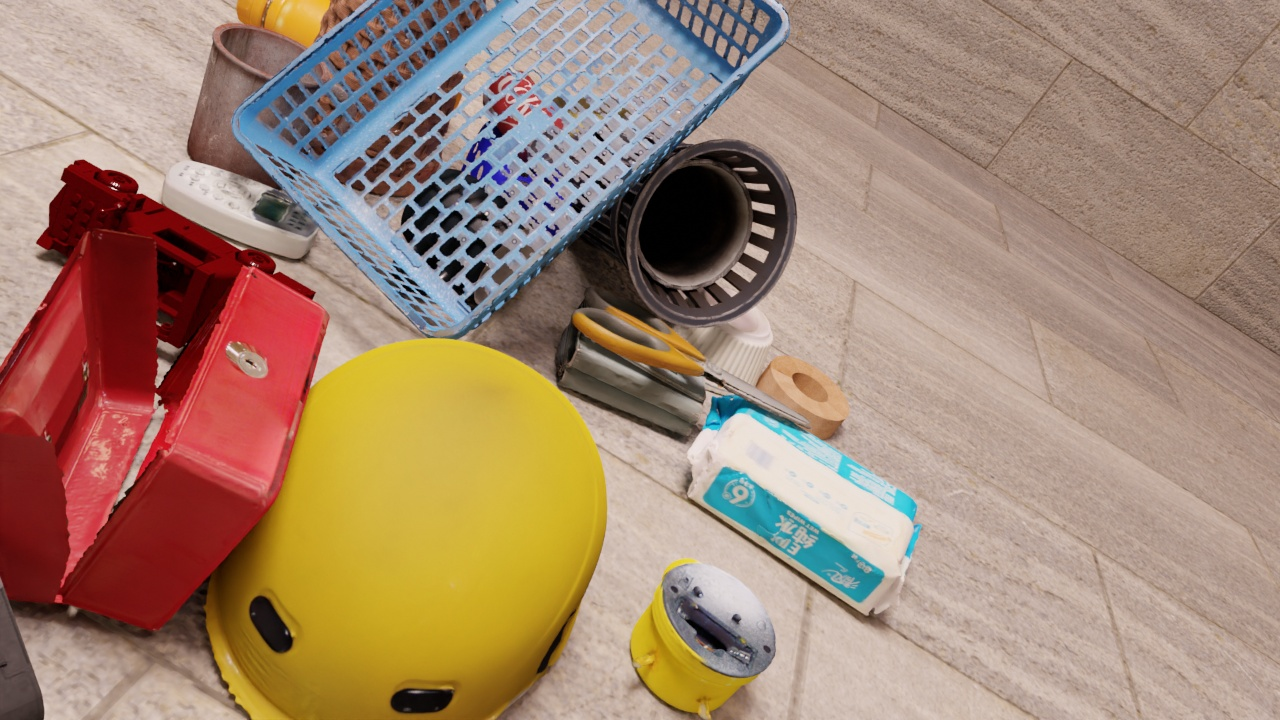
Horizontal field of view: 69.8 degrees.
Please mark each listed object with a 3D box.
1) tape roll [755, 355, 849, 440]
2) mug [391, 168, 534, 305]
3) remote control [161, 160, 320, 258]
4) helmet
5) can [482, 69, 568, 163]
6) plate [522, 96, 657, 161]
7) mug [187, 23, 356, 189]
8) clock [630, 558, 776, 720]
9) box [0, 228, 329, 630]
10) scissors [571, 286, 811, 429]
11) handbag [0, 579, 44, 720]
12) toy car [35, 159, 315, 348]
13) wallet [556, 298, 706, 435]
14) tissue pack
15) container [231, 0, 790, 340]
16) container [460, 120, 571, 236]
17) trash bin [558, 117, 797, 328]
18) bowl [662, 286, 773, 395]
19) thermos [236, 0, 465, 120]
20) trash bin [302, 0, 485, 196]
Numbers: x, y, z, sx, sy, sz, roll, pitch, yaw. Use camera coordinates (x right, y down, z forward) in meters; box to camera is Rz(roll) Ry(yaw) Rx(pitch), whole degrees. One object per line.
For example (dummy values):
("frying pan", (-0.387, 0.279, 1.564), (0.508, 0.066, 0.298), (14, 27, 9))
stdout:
("tape roll", (0.164, 0.037, 0.926), (0.094, 0.027, 0.093), (23, 31, -16))
("mug", (-0.159, -0.097, 0.781), (0.094, 0.085, 0.121), (39, 60, 13))
("remote control", (-0.308, -0.118, 0.711), (0.114, 0.028, 0.060), (23, 32, -17))
("helmet", (-0.110, 0.079, 0.499), (0.209, 0.140, 0.239), (29, 31, -6))
("can", (-0.107, -0.226, 0.861), (0.054, 0.054, 0.096), (-1, 46, -43))
("plate", (-0.074, -0.236, 1.013), (0.184, 0.185, 0.036), (7, 80, -36))
("mug", (-0.304, -0.206, 0.767), (0.122, 0.110, 0.096), (10, 42, -34))
("clock", (0.043, 0.170, 0.590), (0.083, 0.057, 0.118), (35, 30, 6))
("box", (-0.234, 0.036, 0.461), (0.126, 0.137, 0.157), (13, 36, -20))
("scissors", (0.044, 0.007, 0.758), (0.229, 0.016, 0.113), (30, 22, 1))
("handbag", (-0.313, 0.139, 0.320), (0.195, 0.072, 0.175), (53, 34, 12))
("toy car", (-0.303, -0.058, 0.586), (0.170, 0.070, 0.061), (30, 18, -4))
("wallet", (-0.005, 0.005, 0.799), (0.131, 0.054, 0.100), (27, 32, -17))
("tissue pack", (0.131, 0.110, 0.752), (0.209, 0.066, 0.116), (34, 31, 5))
("container", (-0.095, -0.203, 0.721), (0.257, 0.362, 0.089), (44, -9, 13))
("container", (-0.123, -0.161, 0.891), (0.084, 0.085, 0.113), (14, 36, -27))
("trash bin", (0.017, -0.147, 0.880), (0.164, 0.164, 0.227), (13, 15, -30))
("bowl", (0.079, -0.026, 0.904), (0.115, 0.063, 0.115), (23, 31, -15))
("thermos", (-0.307, -0.321, 0.974), (0.232, 0.092, 0.076), (29, 59, -6))
("trash bin", (-0.227, -0.280, 0.843), (0.151, 0.211, 0.151), (24, 31, -16))
